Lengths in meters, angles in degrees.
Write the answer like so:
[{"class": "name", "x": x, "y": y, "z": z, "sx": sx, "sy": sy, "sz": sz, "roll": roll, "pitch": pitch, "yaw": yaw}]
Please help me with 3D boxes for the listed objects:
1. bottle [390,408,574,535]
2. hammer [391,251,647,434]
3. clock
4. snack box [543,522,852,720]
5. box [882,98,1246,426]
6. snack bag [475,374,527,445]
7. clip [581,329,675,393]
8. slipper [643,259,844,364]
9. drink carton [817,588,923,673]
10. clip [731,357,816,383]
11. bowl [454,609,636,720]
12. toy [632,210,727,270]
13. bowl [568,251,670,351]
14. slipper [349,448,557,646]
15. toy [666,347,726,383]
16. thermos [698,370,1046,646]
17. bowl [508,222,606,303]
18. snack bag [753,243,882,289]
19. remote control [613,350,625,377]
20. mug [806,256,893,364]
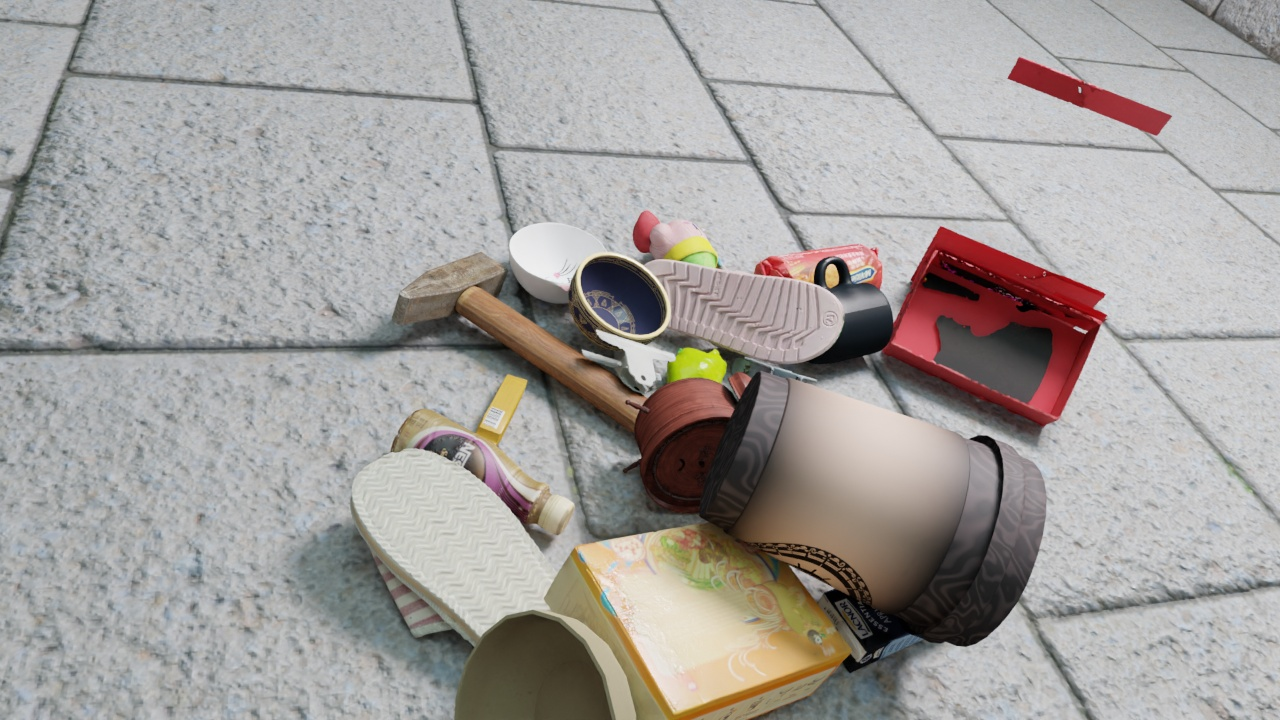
[{"class": "bottle", "x": -0.137, "y": 0.103, "z": 0.809, "sx": 0.166, "sy": 0.060, "sz": 0.059, "roll": 27, "pitch": 42, "yaw": 9}, {"class": "hammer", "x": -0.100, "y": -0.007, "z": 0.943, "sx": 0.301, "sy": 0.037, "sz": 0.157, "roll": 33, "pitch": 30, "yaw": 13}, {"class": "clock", "x": 0.066, "y": 0.074, "z": 0.861, "sx": 0.157, "sy": 0.121, "sz": 0.072, "roll": -7, "pitch": 38, "yaw": -12}, {"class": "snack box", "x": 0.042, "y": 0.208, "z": 0.711, "sx": 0.194, "sy": 0.081, "sz": 0.145, "roll": -1, "pitch": 42, "yaw": -41}, {"class": "box", "x": 0.415, "y": -0.074, "z": 0.973, "sx": 0.217, "sy": 0.351, "sz": 0.197, "roll": 26, "pitch": 79, "yaw": 9}, {"class": "snack bag", "x": -0.137, "y": 0.049, "z": 0.897, "sx": 0.026, "sy": 0.020, "sz": 0.099, "roll": 21, "pitch": 41, "yaw": -2}, {"class": "clip", "x": -0.005, "y": 0.002, "z": 0.930, "sx": 0.102, "sy": 0.056, "sz": 0.056, "roll": 16, "pitch": 1, "yaw": -33}, {"class": "slipper", "x": 0.107, "y": -0.055, "z": 1.032, "sx": 0.239, "sy": 0.094, "sz": 0.064, "roll": 14, "pitch": 2, "yaw": 16}, {"class": "drink carton", "x": 0.219, "y": 0.219, "z": 0.805, "sx": 0.129, "sy": 0.040, "sz": 0.064, "roll": -12, "pitch": 48, "yaw": -28}, {"class": "clip", "x": 0.120, "y": 0.013, "z": 0.947, "sx": 0.112, "sy": 0.028, "sz": 0.163, "roll": 18, "pitch": 1, "yaw": 2}, {"class": "bowl", "x": -0.058, "y": 0.248, "z": 0.624, "sx": 0.050, "sy": 0.152, "sz": 0.152, "roll": 16, "pitch": 30, "yaw": -49}, {"class": "toy", "x": 0.057, "y": -0.112, "z": 1.112, "sx": 0.131, "sy": 0.097, "sz": 0.124, "roll": 36, "pitch": 5, "yaw": 32}, {"class": "bowl", "x": -0.031, "y": -0.054, "z": 0.988, "sx": 0.112, "sy": 0.061, "sz": 0.112, "roll": 18, "pitch": 49, "yaw": -22}, {"class": "slipper", "x": -0.131, "y": 0.181, "z": 0.732, "sx": 0.263, "sy": 0.052, "sz": 0.114, "roll": 43, "pitch": 51, "yaw": 14}, {"class": "toy", "x": 0.063, "y": 0.026, "z": 0.974, "sx": 0.094, "sy": 0.036, "sz": 0.093, "roll": -28, "pitch": 62, "yaw": -30}, {"class": "thermos", "x": 0.176, "y": 0.110, "z": 0.738, "sx": 0.226, "sy": 0.173, "sz": 0.172, "roll": 22, "pitch": 41, "yaw": 0}, {"class": "bowl", "x": -0.097, "y": -0.105, "z": 1.056, "sx": 0.114, "sy": 0.051, "sz": 0.114, "roll": 9, "pitch": 42, "yaw": -8}, {"class": "snack bag", "x": 0.217, "y": -0.097, "z": 1.129, "sx": 0.176, "sy": 0.082, "sz": 0.082, "roll": -11, "pitch": 48, "yaw": -27}, {"class": "remote control", "x": -0.014, "y": -0.024, "z": 1.022, "sx": 0.033, "sy": 0.012, "sz": 0.130, "roll": 5, "pitch": 43, "yaw": -12}, {"class": "mug", "x": 0.225, "y": -0.060, "z": 1.058, "sx": 0.094, "sy": 0.121, "sz": 0.085, "roll": -12, "pitch": 9, "yaw": -28}]
